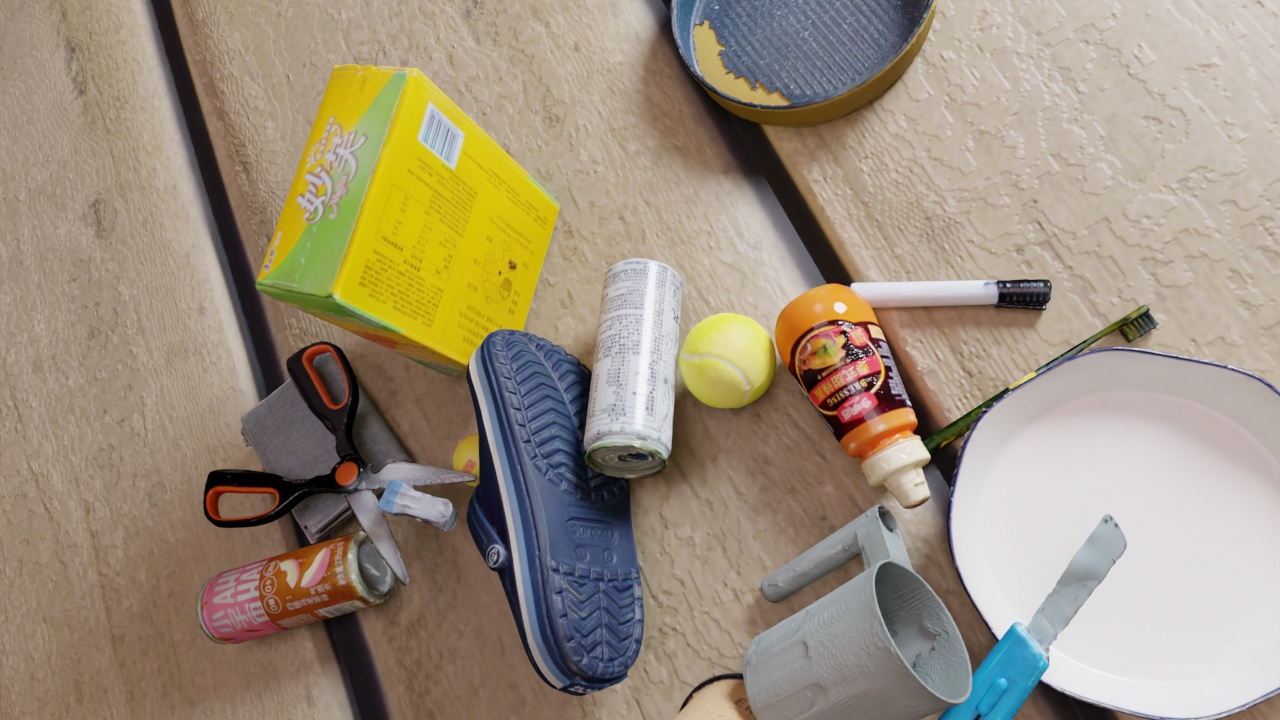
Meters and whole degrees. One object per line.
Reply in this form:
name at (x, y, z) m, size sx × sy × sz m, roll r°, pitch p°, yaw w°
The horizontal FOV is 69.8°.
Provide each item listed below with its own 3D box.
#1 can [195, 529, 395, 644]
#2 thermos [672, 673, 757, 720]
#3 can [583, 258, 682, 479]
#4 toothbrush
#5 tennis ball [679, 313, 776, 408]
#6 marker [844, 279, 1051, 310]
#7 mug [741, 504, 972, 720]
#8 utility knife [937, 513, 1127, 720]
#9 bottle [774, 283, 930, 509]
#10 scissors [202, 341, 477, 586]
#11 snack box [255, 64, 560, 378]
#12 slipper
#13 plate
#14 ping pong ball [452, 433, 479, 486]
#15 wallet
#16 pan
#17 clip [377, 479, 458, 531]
can at (-0.264, 0.175, 0.705) m, size 0.147 × 0.058 × 0.058 m, roll -18°, pitch 70°, yaw 16°
thermos at (0.040, 0.241, 0.532) m, size 0.093 × 0.143 × 0.093 m, roll -2°, pitch 86°, yaw 29°
can at (-0.004, 0.004, 0.631) m, size 0.058 × 0.058 × 0.146 m, roll -6°, pitch 59°, yaw 19°
toothbrush at (0.238, 0.023, 0.578) m, size 0.186 × 0.012 × 0.017 m, roll -34°, pitch 78°, yaw 9°
tennis ball at (0.059, 0.000, 0.622) m, size 0.065 × 0.065 × 0.065 m, roll -5°, pitch 74°, yaw 20°
marker at (0.200, -0.042, 0.606) m, size 0.131 × 0.018 × 0.022 m, roll -1°, pitch 85°, yaw 20°
mug at (0.120, 0.161, 0.542) m, size 0.104 × 0.083 × 0.123 m, roll -41°, pitch 36°, yaw 29°
utility knife at (0.200, 0.177, 0.507) m, size 0.034 × 0.018 × 0.223 m, roll 38°, pitch 112°, yaw 33°
bottle at (0.140, 0.025, 0.583) m, size 0.067 × 0.066 × 0.149 m, roll -29°, pitch 67°, yaw 12°
scissors at (-0.234, 0.081, 0.694) m, size 0.232 × 0.022 × 0.220 m, roll -21°, pitch 62°, yaw 7°
snack box at (-0.149, -0.084, 0.645) m, size 0.070 × 0.210 × 0.157 m, roll 11°, pitch 79°, yaw 24°
slipper at (-0.065, 0.102, 0.632) m, size 0.095 × 0.105 × 0.252 m, roll -33°, pitch 61°, yaw 34°
plate at (0.284, 0.095, 0.523) m, size 0.205 × 0.045 × 0.204 m, roll -6°, pitch 73°, yaw 20°
ping pong ball at (-0.120, 0.075, 0.685) m, size 0.040 × 0.040 × 0.040 m, roll -5°, pitch 74°, yaw 20°
wallet at (-0.257, 0.069, 0.742) m, size 0.106 × 0.037 × 0.129 m, roll -40°, pitch 65°, yaw -5°
pan at (0.075, -0.335, 0.697) m, size 0.198 × 0.078 × 0.357 m, roll -36°, pitch 67°, yaw 8°
clip at (-0.155, 0.102, 0.641) m, size 0.058 × 0.036 × 0.025 m, roll 17°, pitch 66°, yaw 18°
